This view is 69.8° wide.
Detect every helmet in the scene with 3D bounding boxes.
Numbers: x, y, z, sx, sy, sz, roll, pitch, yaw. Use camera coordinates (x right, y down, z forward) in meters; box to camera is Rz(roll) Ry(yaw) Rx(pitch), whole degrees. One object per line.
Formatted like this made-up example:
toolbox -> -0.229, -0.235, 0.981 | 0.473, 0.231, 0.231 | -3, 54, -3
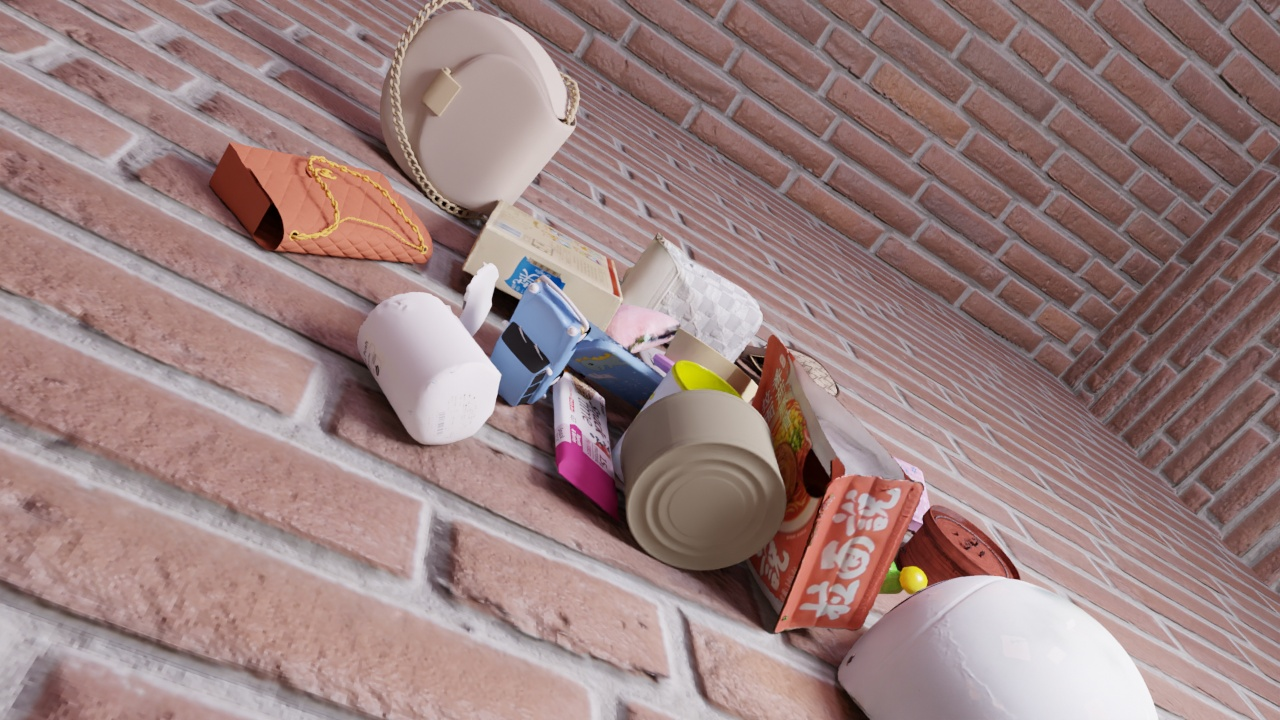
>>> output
helmet -> 0.305, 0.264, 0.723 | 0.263, 0.164, 0.236 | 16, 30, -45

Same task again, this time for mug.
mug -> 0.034, 0.066, 0.805 | 0.082, 0.106, 0.082 | 31, 21, -13

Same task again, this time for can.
can -> 0.049, 0.096, 0.732 | 0.127, 0.128, 0.073 | 29, 23, -17

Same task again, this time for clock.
clock -> 0.349, 0.233, 0.990 | 0.157, 0.072, 0.120 | 46, 23, 28

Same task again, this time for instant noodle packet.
instant noodle packet -> 0.136, 0.099, 0.795 | 0.084, 0.165, 0.220 | 2, 32, -16

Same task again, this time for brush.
brush -> 0.083, 0.029, 0.948 | 0.089, 0.043, 0.228 | 35, -1, 24

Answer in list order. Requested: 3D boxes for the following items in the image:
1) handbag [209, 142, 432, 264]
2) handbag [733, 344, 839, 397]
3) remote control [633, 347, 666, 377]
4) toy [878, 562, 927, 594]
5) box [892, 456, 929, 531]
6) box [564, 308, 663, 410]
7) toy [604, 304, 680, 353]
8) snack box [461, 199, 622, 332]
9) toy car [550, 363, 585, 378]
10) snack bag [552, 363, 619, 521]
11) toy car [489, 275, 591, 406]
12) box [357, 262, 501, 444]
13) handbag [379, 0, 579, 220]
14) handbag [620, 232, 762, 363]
handbag -> -0.276, -0.138, 0.830 | 0.109, 0.060, 0.171 | 48, 23, 20
handbag -> 0.184, 0.021, 1.219 | 0.138, 0.063, 0.166 | 20, 22, -17
remote control -> 0.058, 0.024, 1.060 | 0.151, 0.019, 0.074 | 22, 24, -33
toy -> 0.195, 0.175, 0.852 | 0.124, 0.097, 0.131 | 5, 49, -35
box -> 0.246, 0.113, 1.107 | 0.230, 0.066, 0.158 | 24, 23, -28
box -> -0.013, 0.016, 0.868 | 0.120, 0.049, 0.209 | 37, 1, 43
toy -> -0.018, -0.034, 1.016 | 0.102, 0.050, 0.093 | -22, 31, -39
snack box -> -0.101, -0.102, 0.982 | 0.153, 0.055, 0.207 | 28, 13, -12
toy car -> -0.084, -0.023, 0.921 | 0.048, 0.033, 0.105 | 17, 26, -38
snack bag -> -0.049, 0.059, 0.797 | 0.070, 0.016, 0.196 | 45, 15, -25
toy car -> -0.088, -0.010, 0.749 | 0.054, 0.154, 0.056 | -38, 83, -31
box -> -0.139, -0.010, 0.705 | 0.143, 0.083, 0.136 | -19, 52, -34
handbag -> -0.193, -0.292, 1.078 | 0.208, 0.211, 0.103 | 46, 21, 5
handbag -> 0.060, -0.070, 1.147 | 0.171, 0.113, 0.123 | 32, 14, -10
